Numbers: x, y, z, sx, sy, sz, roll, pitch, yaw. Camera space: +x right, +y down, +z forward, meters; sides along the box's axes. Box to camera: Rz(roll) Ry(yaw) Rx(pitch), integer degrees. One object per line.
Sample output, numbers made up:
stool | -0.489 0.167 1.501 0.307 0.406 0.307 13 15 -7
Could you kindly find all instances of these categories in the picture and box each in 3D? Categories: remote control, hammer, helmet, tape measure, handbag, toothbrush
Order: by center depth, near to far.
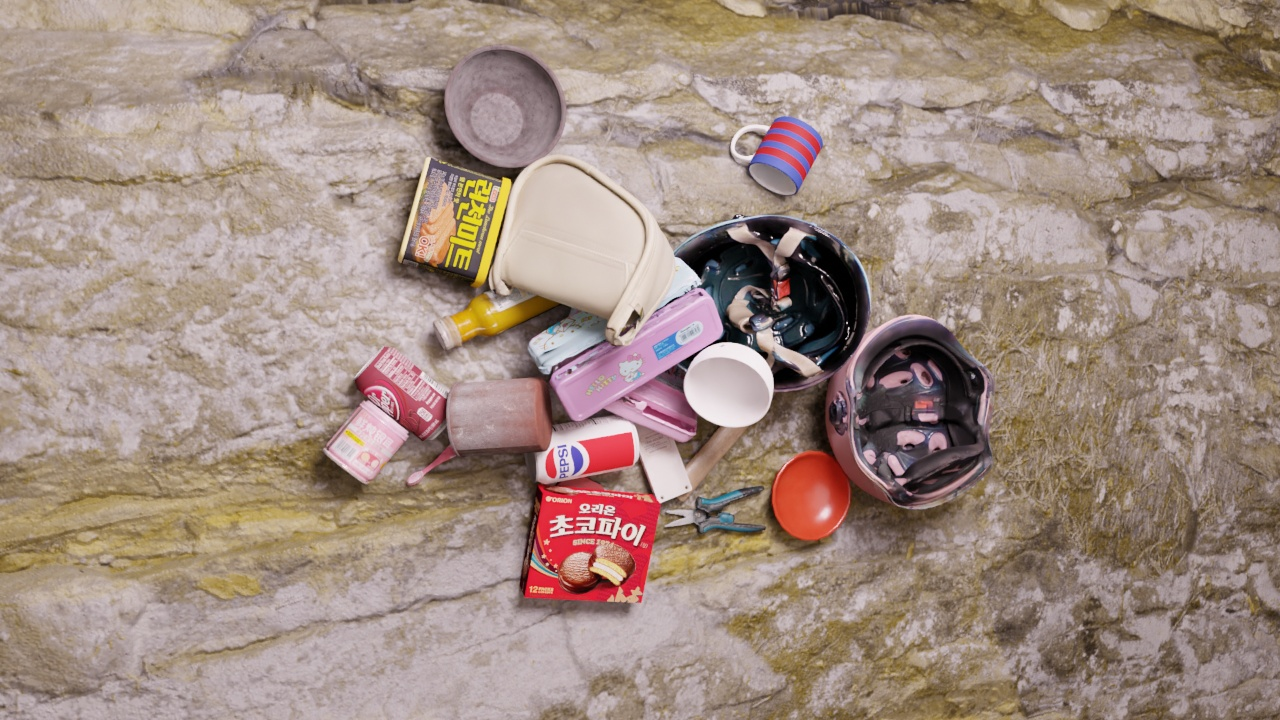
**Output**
handbag | -0.057 -0.117 1.069 0.184 0.229 0.132 -60 146 -12
toothbrush | -0.227 0.109 1.115 0.134 0.016 0.021 -37 90 -16
helmet | 0.148 -0.073 1.162 0.266 0.166 0.225 -1 101 5
tape measure | -0.080 0.167 1.164 0.059 0.019 0.051 -38 99 -9
remote control | 0.021 0.114 1.196 0.050 0.011 0.136 -19 87 -18
hammer | 0.154 0.059 1.243 0.119 0.031 0.330 46 75 -13
helmet | 0.351 0.067 1.245 0.229 0.153 0.255 -20 97 -17

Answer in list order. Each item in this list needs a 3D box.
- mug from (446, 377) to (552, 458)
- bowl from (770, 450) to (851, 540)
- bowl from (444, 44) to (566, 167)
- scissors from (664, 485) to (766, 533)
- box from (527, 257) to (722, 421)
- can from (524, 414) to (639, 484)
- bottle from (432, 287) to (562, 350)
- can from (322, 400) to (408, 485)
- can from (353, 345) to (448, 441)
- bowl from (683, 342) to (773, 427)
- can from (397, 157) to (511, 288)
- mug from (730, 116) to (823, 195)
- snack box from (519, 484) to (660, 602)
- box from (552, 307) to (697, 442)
mug | -0.161 0.059 1.083 0.110 0.122 0.096 0 120 5
bowl | 0.229 0.184 1.264 0.122 0.035 0.122 0 89 -19
bowl | -0.168 -0.299 1.111 0.144 0.067 0.145 0 89 -19
scissors | 0.110 0.204 1.231 0.150 0.019 0.120 35 79 -14
box | -0.020 -0.030 1.082 0.214 0.092 0.090 -31 134 -6
can | -0.073 0.110 1.140 0.132 0.070 0.070 -9 92 -19
bottle | -0.161 -0.067 1.119 0.185 0.053 0.053 -27 98 -18
can | -0.315 0.094 1.057 0.067 0.067 0.076 41 77 -14
can | -0.274 0.039 1.074 0.114 0.063 0.063 42 77 -14
bowl | 0.108 0.024 1.094 0.105 0.105 0.054 46 35 -13
can | -0.222 -0.164 1.091 0.101 0.073 0.130 15 84 -16
mug | 0.179 -0.283 1.238 0.112 0.075 0.076 28 79 10
snack box | -0.063 0.230 1.147 0.152 0.036 0.133 8 98 -19
box | -0.012 0.011 1.170 0.201 0.059 0.155 26 48 -18
